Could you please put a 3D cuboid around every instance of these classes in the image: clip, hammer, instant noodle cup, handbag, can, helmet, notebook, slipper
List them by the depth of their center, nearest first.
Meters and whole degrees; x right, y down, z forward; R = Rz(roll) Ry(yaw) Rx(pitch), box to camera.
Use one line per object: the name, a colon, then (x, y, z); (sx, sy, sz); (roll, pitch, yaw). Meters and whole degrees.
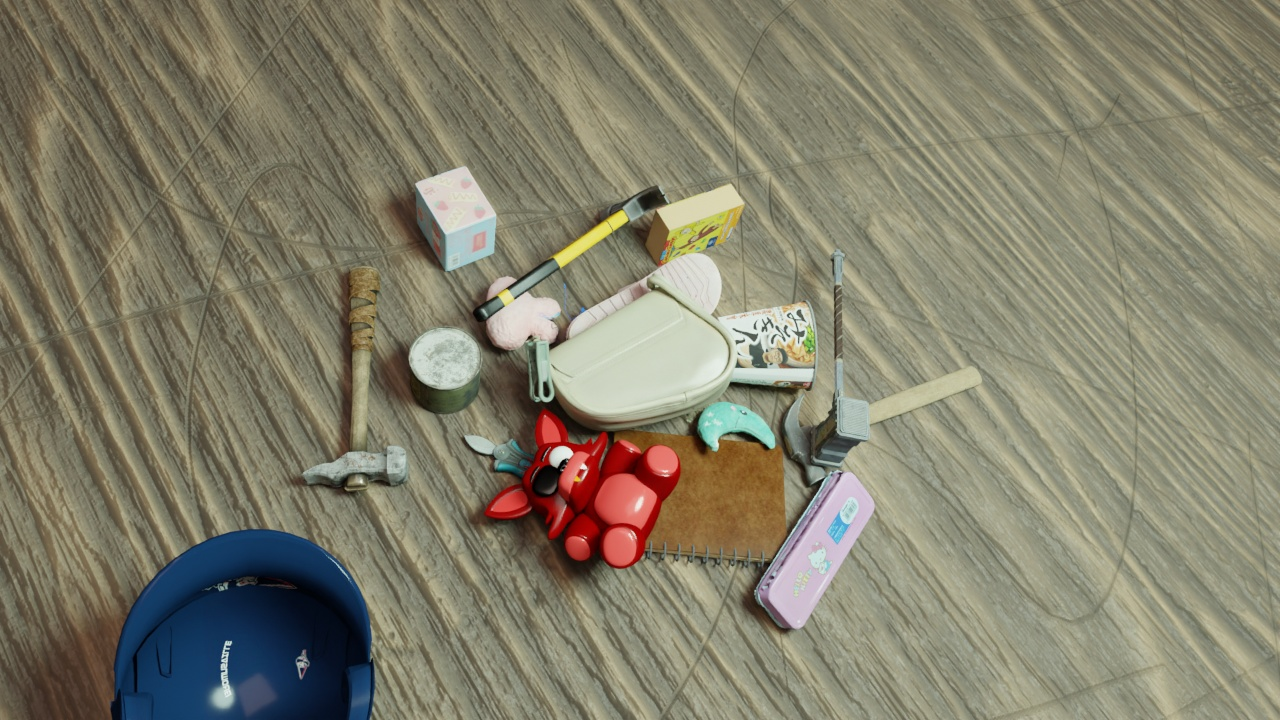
helmet: (-0.385, 0.301, 0.900); (0.232, 0.223, 0.272); (1, 91, -26)
clip: (-0.122, 0.013, 1.113); (0.023, 0.044, 0.076); (-9, 96, -41)
hammer: (-0.357, 0.016, 1.167); (0.121, 0.049, 0.318); (-3, 61, -9)
can: (-0.248, 0.013, 1.170); (0.090, 0.075, 0.089); (5, 62, -10)
notebook: (0.073, 0.177, 1.172); (0.225, 0.024, 0.167); (6, 60, -7)
handbag: (-0.007, 0.007, 1.180); (0.229, 0.132, 0.184); (-28, 73, -12)
hammer: (-0.094, -0.144, 1.223); (0.323, 0.170, 0.034); (-39, 104, -28)
hammer: (0.268, -0.021, 1.243); (0.044, 0.099, 0.321); (11, 59, -7)
instant noodle cup: (0.166, -0.018, 1.246); (0.122, 0.124, 0.123); (-2, 63, -2)
slipper: (0.005, -0.063, 1.255); (0.239, 0.064, 0.094); (-28, 92, -17)
hammer: (0.344, 0.067, 1.279); (0.330, 0.031, 0.119); (-18, 67, -18)

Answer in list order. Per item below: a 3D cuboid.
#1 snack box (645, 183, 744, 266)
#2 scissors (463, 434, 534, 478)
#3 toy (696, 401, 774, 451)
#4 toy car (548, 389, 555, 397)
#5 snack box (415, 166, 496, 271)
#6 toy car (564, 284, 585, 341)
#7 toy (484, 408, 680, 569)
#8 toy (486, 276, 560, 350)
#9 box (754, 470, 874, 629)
snack box: (0.078, -0.197, 1.333); (0.125, 0.088, 0.040); (-22, 69, -21)
scissors: (-0.151, 0.124, 1.162); (0.137, 0.019, 0.136); (-21, 66, -19)
toy: (0.122, 0.086, 1.213); (0.105, 0.033, 0.085); (0, 40, -21)
toy car: (-0.070, 0.031, 1.218); (0.105, 0.033, 0.048); (9, 60, -7)
snack box: (-0.255, -0.195, 1.267); (0.079, 0.093, 0.094); (-26, 69, -22)
toy car: (-0.101, -0.055, 1.253); (0.062, 0.033, 0.091); (32, 61, -1)
toy: (-0.065, 0.152, 1.087); (0.197, 0.121, 0.158); (21, 68, 14)
toy: (-0.159, -0.060, 1.240); (0.105, 0.053, 0.108); (10, 58, -18)
box: (0.219, 0.235, 1.149); (0.076, 0.033, 0.213); (50, 61, -18)
